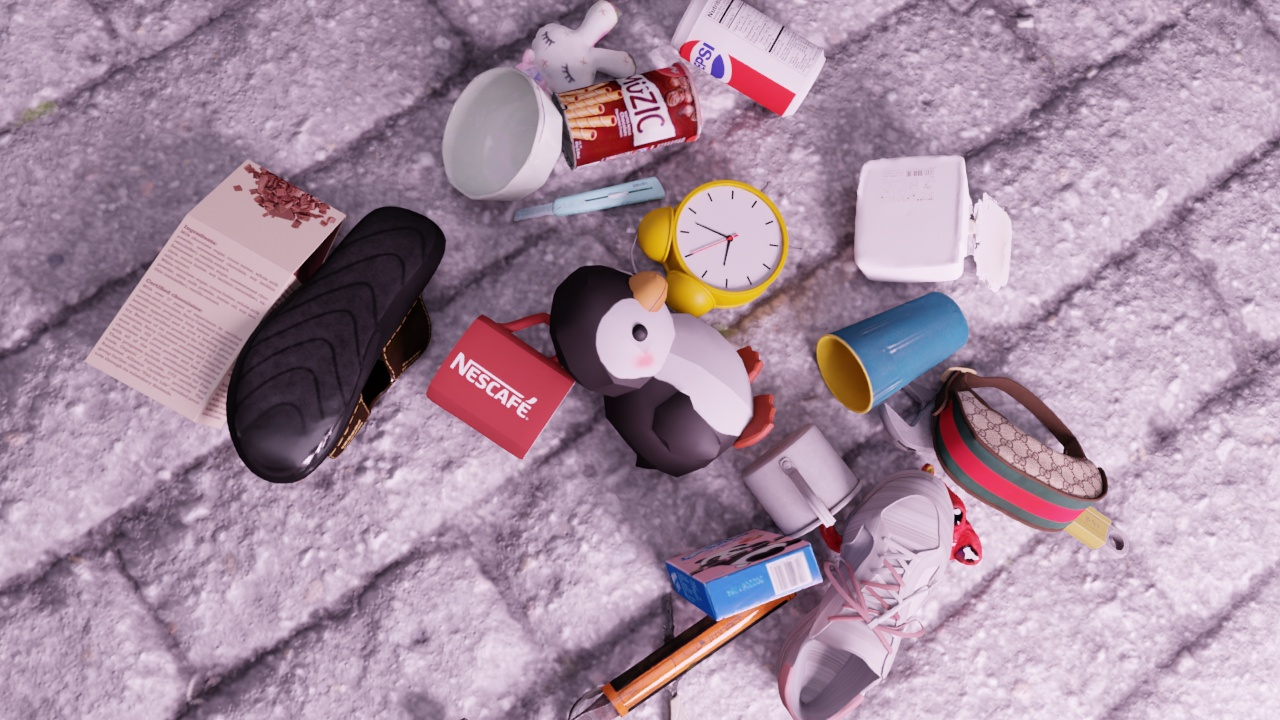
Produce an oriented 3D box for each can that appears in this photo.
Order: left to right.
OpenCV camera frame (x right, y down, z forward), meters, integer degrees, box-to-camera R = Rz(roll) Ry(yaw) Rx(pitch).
[{"bbox_3d":[0.100,-0.288,0.856,0.132,0.070,0.070,30,78,-3],"label":"can"}]

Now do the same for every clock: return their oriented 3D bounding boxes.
[{"bbox_3d":[0.065,-0.101,0.833,0.151,0.052,0.113,-23,85,-15],"label":"clock"}]

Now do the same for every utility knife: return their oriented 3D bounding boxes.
[{"bbox_3d":[-0.047,-0.146,0.843,0.141,0.015,0.022,-13,85,-7],"label":"utility knife"}]

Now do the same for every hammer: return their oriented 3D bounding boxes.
[{"bbox_3d":[0.002,0.282,0.761,0.314,0.035,0.137,-31,83,-12],"label":"hammer"}]

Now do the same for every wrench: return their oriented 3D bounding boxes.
[{"bbox_3d":[0.339,0.105,0.849,0.273,0.018,0.083,35,57,-3],"label":"wrench"}]

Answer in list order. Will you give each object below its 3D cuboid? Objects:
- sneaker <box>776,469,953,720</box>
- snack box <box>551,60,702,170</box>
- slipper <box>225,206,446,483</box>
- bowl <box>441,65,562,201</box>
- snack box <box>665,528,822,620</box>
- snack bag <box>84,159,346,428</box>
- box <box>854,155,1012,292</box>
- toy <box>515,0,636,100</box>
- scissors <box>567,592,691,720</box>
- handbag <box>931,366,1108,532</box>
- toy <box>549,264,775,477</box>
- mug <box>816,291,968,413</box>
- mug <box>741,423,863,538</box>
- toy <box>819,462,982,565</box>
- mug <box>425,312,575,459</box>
[{"bbox_3d":[0.184,0.202,0.741,0.099,0.089,0.236,25,104,1],"label":"sneaker"},{"bbox_3d":[-0.013,-0.220,0.829,0.121,0.072,0.072,-16,84,-10],"label":"snack box"},{"bbox_3d":[-0.244,-0.016,0.761,0.113,0.076,0.267,22,60,0],"label":"slipper"},{"bbox_3d":[-0.112,-0.191,0.804,0.118,0.061,0.117,-6,79,36],"label":"bowl"},{"bbox_3d":[0.078,0.169,0.741,0.088,0.154,0.033,-17,87,-10],"label":"snack box"},{"bbox_3d":[-0.340,-0.059,0.757,0.094,0.070,0.206,30,78,-3],"label":"snack bag"},{"bbox_3d":[0.290,-0.122,0.865,0.152,0.132,0.107,2,81,24],"label":"box"},{"bbox_3d":[-0.064,-0.278,0.848,0.122,0.038,0.079,-30,94,-9],"label":"toy"},{"bbox_3d":[0.014,0.289,0.786,0.157,0.013,0.170,-10,82,-11],"label":"scissors"},{"bbox_3d":[0.335,0.072,0.826,0.166,0.063,0.138,28,41,-3],"label":"handbag"},{"bbox_3d":[-0.005,0.004,0.744,0.140,0.158,0.184,-37,120,20],"label":"toy"},{"bbox_3d":[0.232,-0.012,0.835,0.121,0.078,0.078,-26,86,-16],"label":"mug"},{"bbox_3d":[0.138,0.104,0.781,0.084,0.113,0.070,-38,86,4],"label":"mug"},{"bbox_3d":[0.230,0.147,0.825,0.133,0.093,0.088,-12,115,13],"label":"toy"},{"bbox_3d":[-0.107,0.010,0.775,0.096,0.080,0.116,34,80,-2],"label":"mug"}]
